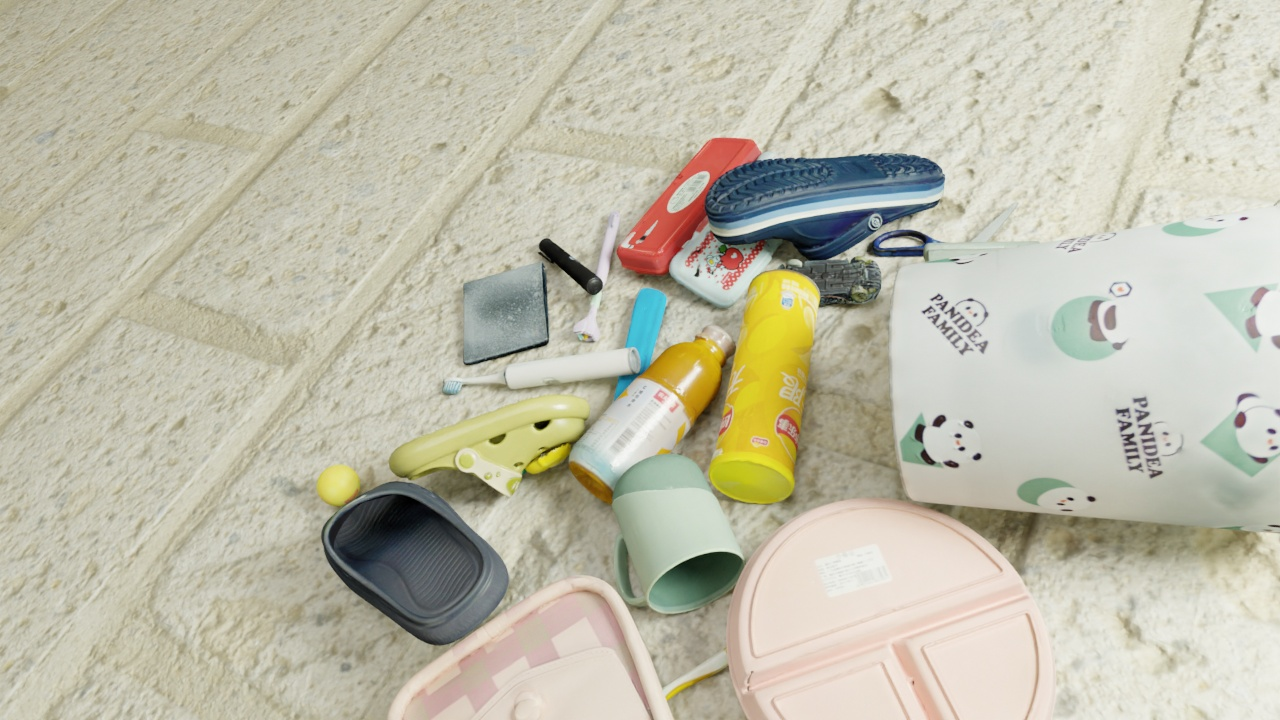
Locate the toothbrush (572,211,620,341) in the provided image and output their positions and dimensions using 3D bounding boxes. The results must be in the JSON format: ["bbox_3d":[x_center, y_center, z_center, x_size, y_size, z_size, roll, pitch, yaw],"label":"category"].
[{"bbox_3d":[-0.042,-0.096,0.998,0.029,0.021,0.188,21,51,-13],"label":"toothbrush"}]

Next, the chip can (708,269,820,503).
[{"bbox_3d":[0.114,0.019,0.816,0.072,0.072,0.212,2,52,20],"label":"chip can"}]

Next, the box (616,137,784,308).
[{"bbox_3d":[0.084,-0.155,0.982,0.161,0.060,0.200,25,65,29],"label":"box"}]

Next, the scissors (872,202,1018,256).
[{"bbox_3d":[0.305,-0.100,0.885,0.162,0.012,0.175,22,63,33],"label":"scissors"}]

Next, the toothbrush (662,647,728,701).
[{"bbox_3d":[0.015,0.259,0.691,0.191,0.016,0.018,-31,60,-7],"label":"toothbrush"}]

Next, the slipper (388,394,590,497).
[{"bbox_3d":[-0.133,0.087,0.848,0.190,0.092,0.081,-16,86,-5],"label":"slipper"}]

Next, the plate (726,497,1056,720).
[{"bbox_3d":[0.176,0.196,0.646,0.229,0.028,0.229,-2,54,2],"label":"plate"}]

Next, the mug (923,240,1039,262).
[{"bbox_3d":[0.305,-0.069,0.813,0.103,0.084,0.123,2,37,13],"label":"mug"}]

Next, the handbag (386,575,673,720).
[{"bbox_3d":[-0.055,0.282,0.630,0.193,0.093,0.234,-32,43,-6],"label":"handbag"}]

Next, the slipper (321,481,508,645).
[{"bbox_3d":[-0.206,0.146,0.774,0.110,0.083,0.268,-44,32,-23],"label":"slipper"}]

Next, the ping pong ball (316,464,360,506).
[{"bbox_3d":[-0.293,0.121,0.890,0.040,0.040,0.040,-9,50,11],"label":"ping pong ball"}]

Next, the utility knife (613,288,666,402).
[{"bbox_3d":[-0.005,0.005,0.902,0.034,0.018,0.190,-3,53,25],"label":"utility knife"}]

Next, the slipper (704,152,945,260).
[{"bbox_3d":[0.182,-0.152,0.925,0.252,0.095,0.105,-11,29,-12],"label":"slipper"}]

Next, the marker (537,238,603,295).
[{"bbox_3d":[-0.079,-0.103,0.999,0.022,0.020,0.132,-50,40,1],"label":"marker"}]

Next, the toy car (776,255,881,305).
[{"bbox_3d":[0.181,-0.074,0.894,0.106,0.031,0.048,-1,51,16],"label":"toy car"}]

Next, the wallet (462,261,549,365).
[{"bbox_3d":[-0.148,-0.051,0.999,0.097,0.019,0.120,-15,50,9],"label":"wallet"}]

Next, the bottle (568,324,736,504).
[{"bbox_3d":[0.016,0.044,0.830,0.068,0.068,0.189,28,65,34],"label":"bottle"}]

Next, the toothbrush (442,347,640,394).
[{"bbox_3d":[-0.105,0.013,0.917,0.221,0.027,0.026,-7,58,23],"label":"toothbrush"}]

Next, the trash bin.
[{"bbox_3d":[0.321,0.010,0.660,0.252,0.230,0.229,-2,51,24],"label":"trash bin"}]

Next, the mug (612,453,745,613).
[{"bbox_3d":[0.018,0.145,0.747,0.112,0.082,0.106,-46,45,22],"label":"mug"}]
